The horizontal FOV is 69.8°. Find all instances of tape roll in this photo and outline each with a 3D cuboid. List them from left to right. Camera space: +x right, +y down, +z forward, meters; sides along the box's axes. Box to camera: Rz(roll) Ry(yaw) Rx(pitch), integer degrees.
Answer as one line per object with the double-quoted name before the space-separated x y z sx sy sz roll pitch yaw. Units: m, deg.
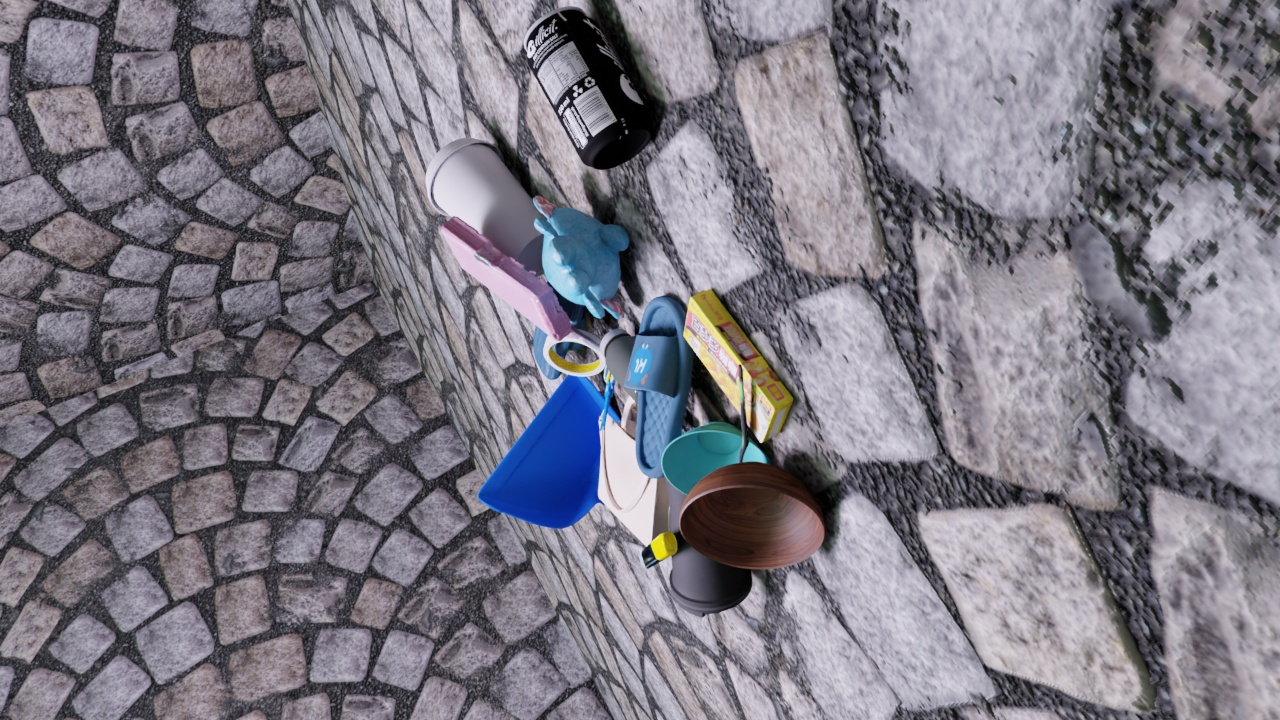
"tape roll" -0.095 -0.011 1.344 0.094 0.094 0.019 93 -173 -55

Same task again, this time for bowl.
"bowl" 0.086 0.103 1.019 0.046 0.121 0.121 -76 -15 -46
"bowl" 0.117 0.147 0.949 0.147 0.147 0.068 85 -168 -46

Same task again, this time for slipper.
"slipper" -0.120 -0.053 1.401 0.103 0.059 0.214 62 149 26
"slipper" 0.013 0.031 1.061 0.104 0.059 0.214 18 105 62

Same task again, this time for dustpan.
"dustpan" -0.083 0.183 1.446 0.257 0.245 0.059 41 174 -36

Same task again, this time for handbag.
"handbag" 0.005 0.134 1.269 0.195 0.101 0.198 34 132 57

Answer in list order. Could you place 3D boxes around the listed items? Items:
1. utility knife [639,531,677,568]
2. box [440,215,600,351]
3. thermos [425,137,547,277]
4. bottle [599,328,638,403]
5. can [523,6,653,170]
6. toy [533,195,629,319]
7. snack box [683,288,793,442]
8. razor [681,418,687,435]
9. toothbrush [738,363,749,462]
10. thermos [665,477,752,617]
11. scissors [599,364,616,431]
"utility knife" 0.018 0.245 1.168 0.187 0.020 0.028 121 138 -68
"box" -0.167 -0.093 1.260 0.233 0.050 0.180 36 171 36
"thermos" -0.210 -0.220 1.348 0.222 0.131 0.132 46 155 27
"bottle" -0.007 0.007 1.166 0.108 0.060 0.060 48 155 40
"can" -0.052 -0.268 0.909 0.146 0.080 0.080 61 161 10
"toy" -0.067 -0.126 1.092 0.183 0.115 0.180 58 -177 -6
"snack box" 0.097 0.005 0.938 0.152 0.025 0.075 56 160 25
"razor" 0.029 0.046 1.183 0.141 0.018 0.044 55 176 35
"toothbrush" 0.107 0.069 0.932 0.188 0.017 0.014 81 -178 -46
"thermos" 0.078 0.203 1.135 0.106 0.105 0.219 37 142 54
"scissors" -0.047 0.040 1.286 0.097 0.020 0.132 -147 71 -78
